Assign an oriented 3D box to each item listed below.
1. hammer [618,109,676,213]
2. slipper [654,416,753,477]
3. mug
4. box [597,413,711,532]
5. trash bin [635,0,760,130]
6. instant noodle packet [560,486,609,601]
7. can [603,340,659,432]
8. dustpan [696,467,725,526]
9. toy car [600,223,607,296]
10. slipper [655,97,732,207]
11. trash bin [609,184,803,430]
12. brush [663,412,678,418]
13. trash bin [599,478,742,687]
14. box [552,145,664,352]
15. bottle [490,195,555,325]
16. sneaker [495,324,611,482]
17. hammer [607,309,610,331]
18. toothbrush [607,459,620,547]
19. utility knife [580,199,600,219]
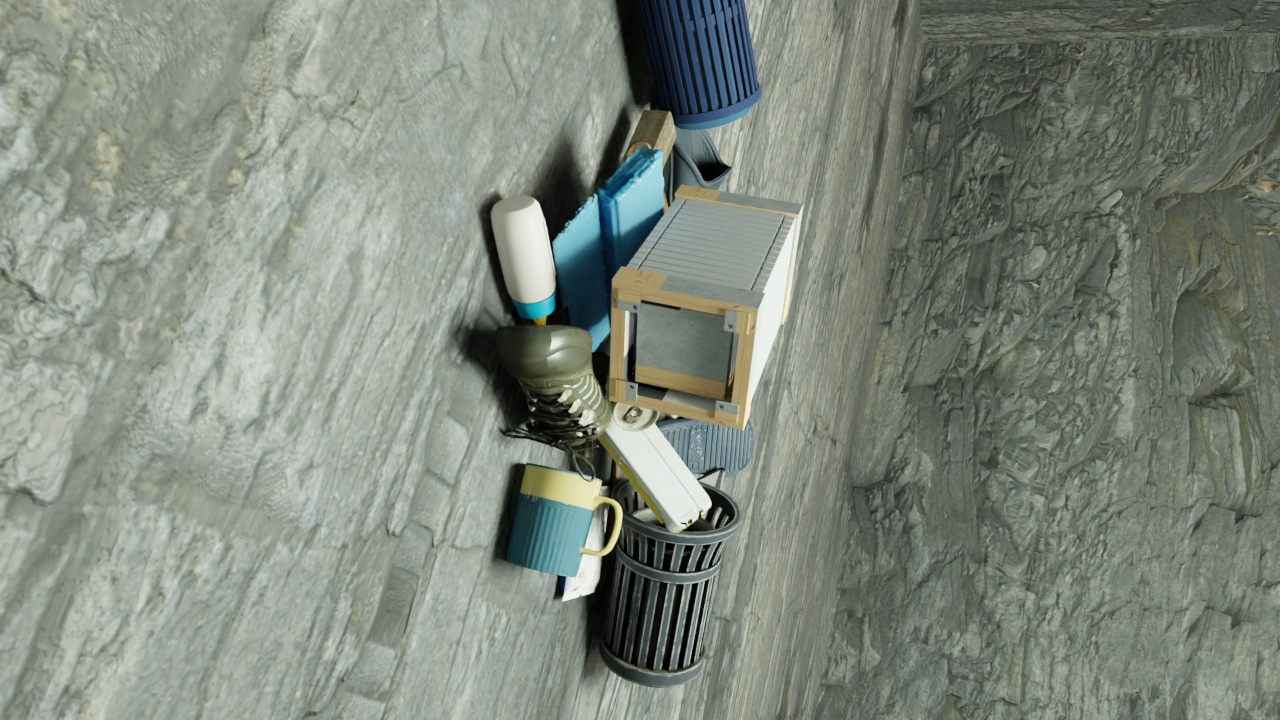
[{"bbox_3d":[0.025,-0.160,1.193,0.301,0.037,0.157,68,37,-56],"label":"hammer"},{"bbox_3d":[0.070,0.119,1.359,0.263,0.083,0.101,2,98,-47],"label":"slipper"},{"bbox_3d":[-0.078,0.172,0.968,0.083,0.114,0.107,60,42,-74],"label":"mug"},{"bbox_3d":[0.005,0.106,1.097,0.209,0.034,0.129,52,21,8],"label":"box"},{"bbox_3d":[0.062,-0.411,1.089,0.138,0.139,0.250,-57,141,-47],"label":"trash bin"},{"bbox_3d":[-0.065,0.221,1.121,0.087,0.026,0.134,15,82,-67],"label":"instant noodle packet"},{"bbox_3d":[-0.013,0.023,1.078,0.135,0.054,0.054,-103,-177,-58],"label":"can"},{"bbox_3d":[0.050,0.291,1.339,0.162,0.033,0.258,-17,130,-47],"label":"dustpan"},{"bbox_3d":[-0.044,-0.117,1.085,0.038,0.027,0.090,5,91,-65],"label":"toy car"},{"bbox_3d":[0.083,-0.258,1.278,0.108,0.083,0.266,-63,151,-44],"label":"slipper"},{"bbox_3d":[0.075,-0.067,0.989,0.246,0.142,0.143,-60,157,-53],"label":"trash bin"},{"bbox_3d":[0.103,0.009,1.388,0.270,0.083,0.057,-45,135,-57],"label":"brush"},{"bbox_3d":[0.029,0.285,1.174,0.163,0.164,0.228,-28,130,-63],"label":"trash bin"},{"bbox_3d":[-0.031,-0.101,1.019,0.174,0.033,0.232,-48,155,-27],"label":"box"},{"bbox_3d":[-0.110,-0.088,0.907,0.051,0.051,0.146,-54,143,-50],"label":"bottle"},{"bbox_3d":[-0.090,0.048,0.929,0.238,0.101,0.142,42,51,-70],"label":"sneaker"},{"bbox_3d":[0.049,-0.059,1.250,0.330,0.031,0.119,-8,122,-58],"label":"hammer"},{"bbox_3d":[-0.031,0.164,1.203,0.016,0.016,0.167,-11,106,-65],"label":"toothbrush"},{"bbox_3d":[-0.042,-0.176,1.090,0.116,0.015,0.022,12,101,-66],"label":"utility knife"}]
